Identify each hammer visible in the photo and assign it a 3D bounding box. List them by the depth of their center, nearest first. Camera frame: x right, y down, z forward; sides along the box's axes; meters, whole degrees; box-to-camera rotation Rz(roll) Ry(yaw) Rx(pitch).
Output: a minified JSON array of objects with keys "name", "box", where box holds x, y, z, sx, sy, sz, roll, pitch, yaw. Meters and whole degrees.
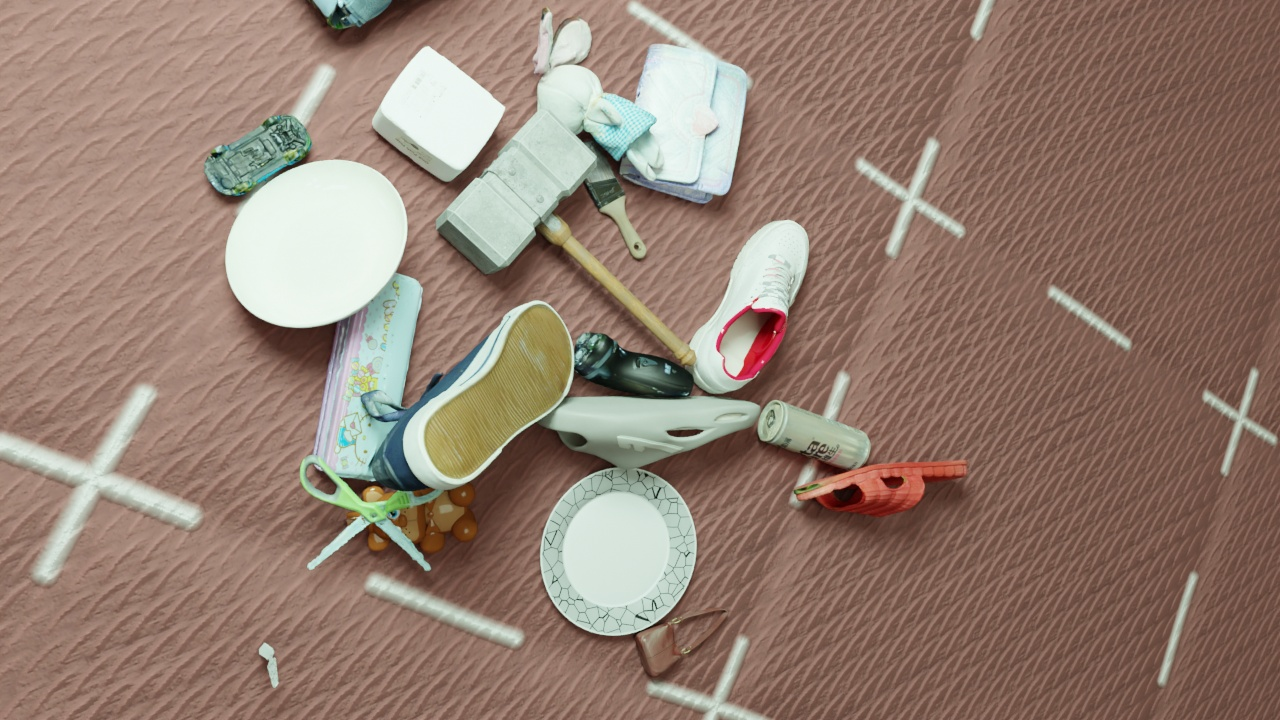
[{"name":"hammer","box":[-0.050,-0.102,1.011,0.317,0.083,0.162,43,74,-15]}]

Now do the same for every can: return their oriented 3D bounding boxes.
[{"name":"can","box":[0.215,0.094,1.129,0.135,0.054,0.054,20,81,-21]}]

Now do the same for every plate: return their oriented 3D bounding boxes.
[{"name":"plate","box":[-0.311,-0.110,0.898,0.182,0.034,0.182,-3,68,7]},{"name":"plate","box":[-0.025,0.216,1.048,0.188,0.016,0.188,1,88,-22]}]

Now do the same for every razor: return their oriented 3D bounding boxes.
[{"name":"razor","box":[-0.006,0.006,1.030,0.140,0.064,0.052,14,52,-8]}]

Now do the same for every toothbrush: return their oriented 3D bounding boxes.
[{"name":"toothbrush","box":[-0.337,0.275,0.831,0.010,0.182,0.010,42,69,-13]}]

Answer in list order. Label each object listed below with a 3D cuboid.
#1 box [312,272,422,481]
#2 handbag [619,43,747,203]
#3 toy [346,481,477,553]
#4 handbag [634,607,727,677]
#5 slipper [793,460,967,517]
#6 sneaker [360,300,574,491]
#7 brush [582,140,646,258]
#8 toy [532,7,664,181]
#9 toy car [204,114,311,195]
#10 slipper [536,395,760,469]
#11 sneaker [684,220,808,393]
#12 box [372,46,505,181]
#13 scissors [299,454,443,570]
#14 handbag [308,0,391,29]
[{"name":"box","box":[-0.276,0.014,0.935,0.078,0.065,0.214,13,84,-35]},{"name":"handbag","box":[0.051,-0.274,1.068,0.126,0.069,0.158,12,86,-20]},{"name":"toy","box":[-0.234,0.157,0.942,0.127,0.065,0.095,-6,99,-17]},{"name":"handbag","box":[0.053,0.320,1.075,0.119,0.029,0.055,-21,98,-26]},{"name":"slipper","box":[0.308,0.162,1.140,0.248,0.104,0.059,-3,75,-24]},{"name":"sneaker","box":[-0.173,0.034,0.929,0.121,0.128,0.293,58,36,-15]},{"name":"brush","box":[-0.034,-0.185,1.058,0.038,0.012,0.151,-31,100,-20]},{"name":"toy","box":[-0.053,-0.275,1.015,0.106,0.130,0.205,-39,93,25]},{"name":"toy car","box":[-0.378,-0.203,0.909,0.105,0.032,0.048,-37,102,-13]},{"name":"slipper","box":[0.012,0.084,1.029,0.265,0.113,0.081,-1,100,-28]},{"name":"sneaker","box":[0.147,-0.068,1.079,0.090,0.104,0.236,38,75,-17]},{"name":"box","box":[-0.220,-0.256,0.975,0.107,0.091,0.102,37,68,-22]},{"name":"scissors","box":[-0.262,0.150,0.901,0.172,0.021,0.171,-41,114,-1]},{"name":"handbag","box":[-0.261,-0.421,0.915,0.192,0.118,0.122,-36,93,1]}]
